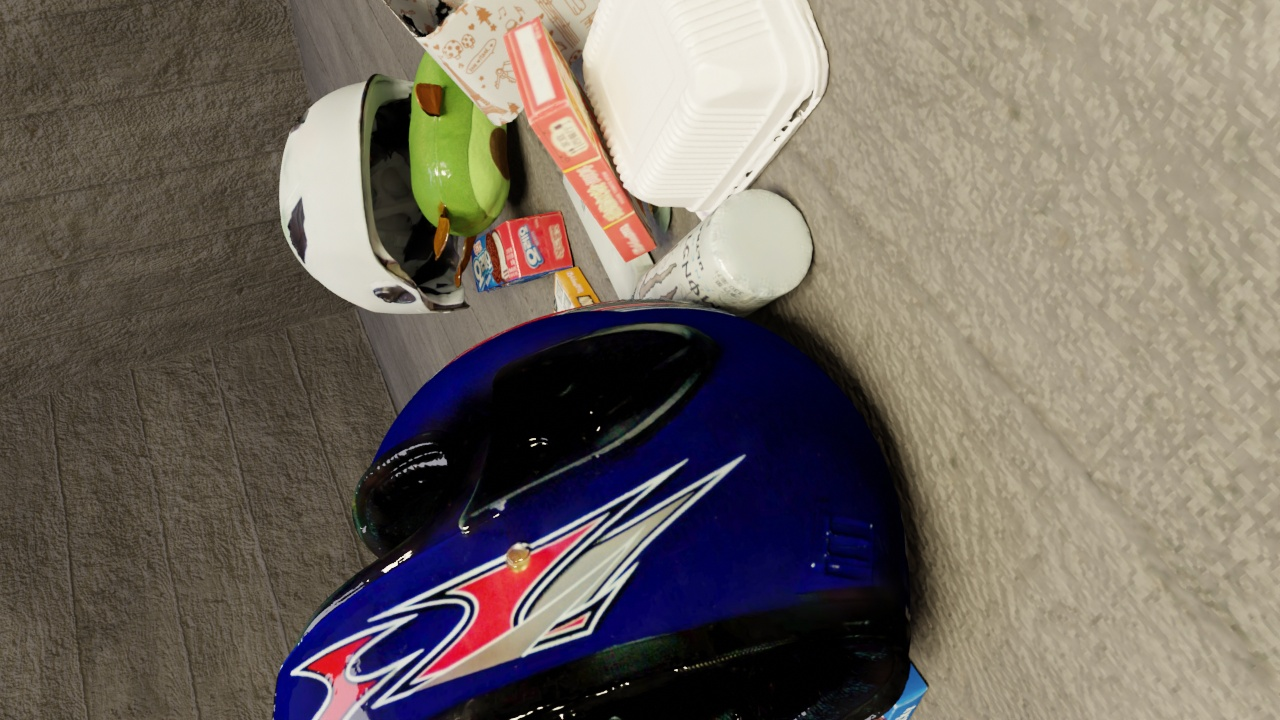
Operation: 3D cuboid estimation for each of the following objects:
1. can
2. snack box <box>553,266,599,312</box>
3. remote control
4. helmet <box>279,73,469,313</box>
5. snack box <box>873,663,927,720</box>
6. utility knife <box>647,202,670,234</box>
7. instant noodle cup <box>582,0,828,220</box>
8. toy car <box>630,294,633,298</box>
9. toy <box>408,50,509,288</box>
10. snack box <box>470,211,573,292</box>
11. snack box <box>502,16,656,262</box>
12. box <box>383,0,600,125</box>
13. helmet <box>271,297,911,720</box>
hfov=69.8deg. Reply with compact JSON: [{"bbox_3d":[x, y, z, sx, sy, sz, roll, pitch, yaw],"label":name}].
[{"bbox_3d":[0.042,-0.047,0.533,0.058,0.058,0.147,71,160,4],"label":"can"},{"bbox_3d":[-0.039,-0.007,0.827,0.153,0.026,0.075,57,155,34],"label":"snack box"},{"bbox_3d":[-0.026,-0.108,0.717,0.135,0.019,0.056,64,158,22],"label":"remote control"},{"bbox_3d":[-0.272,-0.156,0.907,0.258,0.146,0.229,39,-133,-73],"label":"helmet"},{"bbox_3d":[0.111,0.161,0.573,0.157,0.026,0.085,56,155,38],"label":"snack box"},{"bbox_3d":[-0.014,-0.181,0.639,0.031,0.020,0.195,144,111,-66],"label":"utility knife"},{"bbox_3d":[0.020,-0.158,0.498,0.174,0.060,0.138,132,118,-69],"label":"instant noodle cup"},{"bbox_3d":[-0.004,0.004,0.706,0.054,0.036,0.121,56,140,37],"label":"toy car"},{"bbox_3d":[-0.167,-0.199,0.854,0.227,0.090,0.246,50,-140,-83],"label":"toy"},{"bbox_3d":[-0.127,-0.105,0.934,0.208,0.057,0.058,-179,76,-70],"label":"snack box"},{"bbox_3d":[-0.034,-0.130,0.565,0.153,0.025,0.075,51,-162,-58],"label":"snack box"},{"bbox_3d":[-0.072,-0.298,0.575,0.179,0.130,0.273,53,124,44],"label":"box"},{"bbox_3d":[-0.031,0.097,0.475,0.248,0.315,0.240,77,173,-49],"label":"helmet"}]
